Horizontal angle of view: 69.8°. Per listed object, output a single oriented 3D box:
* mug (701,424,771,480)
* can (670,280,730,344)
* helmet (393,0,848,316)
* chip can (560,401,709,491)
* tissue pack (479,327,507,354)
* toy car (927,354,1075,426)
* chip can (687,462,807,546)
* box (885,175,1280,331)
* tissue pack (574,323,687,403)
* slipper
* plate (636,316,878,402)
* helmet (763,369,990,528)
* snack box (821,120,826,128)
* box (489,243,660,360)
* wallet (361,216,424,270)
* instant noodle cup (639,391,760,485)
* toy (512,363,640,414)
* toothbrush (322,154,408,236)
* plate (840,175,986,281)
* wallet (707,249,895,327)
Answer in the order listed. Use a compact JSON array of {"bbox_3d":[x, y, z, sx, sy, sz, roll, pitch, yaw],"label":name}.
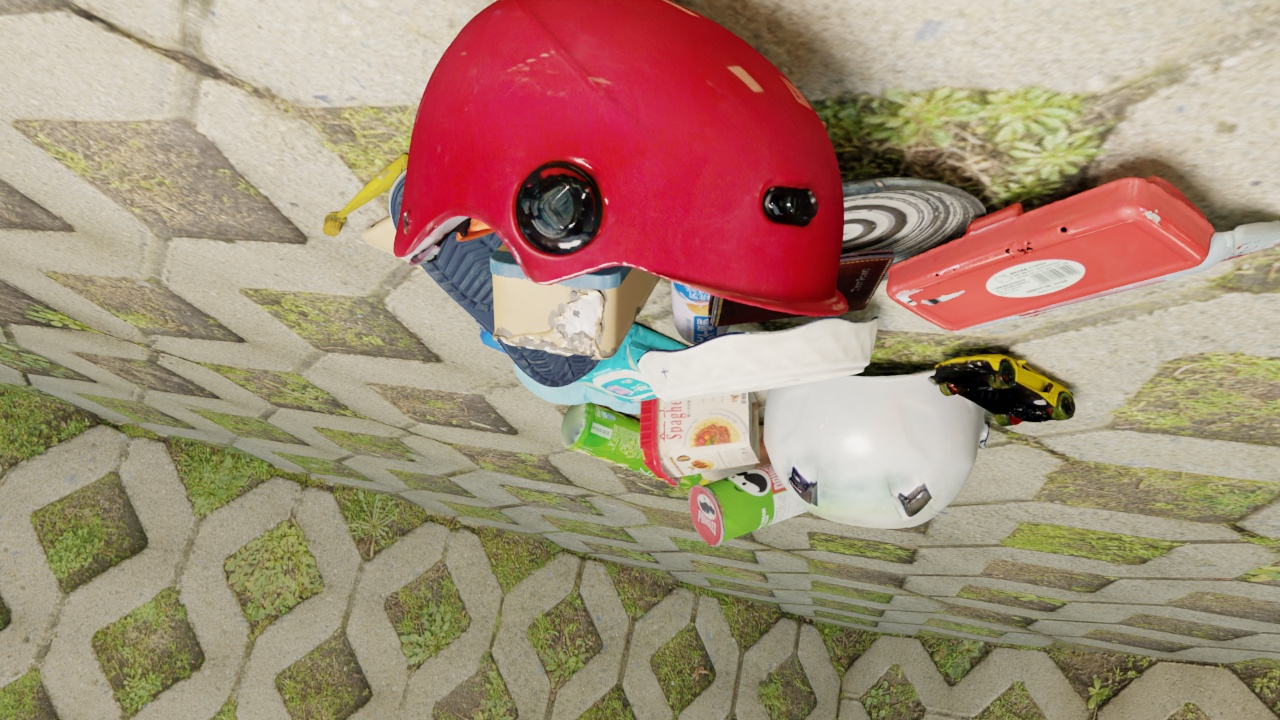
[{"bbox_3d":[0.142,0.119,1.182,0.106,0.082,0.114,8,-170,20],"label":"mug"},{"bbox_3d":[0.052,-0.058,0.757,0.053,0.053,0.135,10,161,7],"label":"can"},{"bbox_3d":[-0.002,-0.111,0.463,0.240,0.144,0.206,15,-164,25],"label":"helmet"},{"bbox_3d":[-0.005,0.119,1.268,0.221,0.072,0.073,23,159,-27],"label":"chip can"},{"bbox_3d":[-0.100,-0.039,0.911,0.095,0.052,0.157,21,160,-16],"label":"tissue pack"},{"bbox_3d":[0.329,0.024,0.828,0.155,0.041,0.071,22,159,-29],"label":"toy car"},{"bbox_3d":[0.174,0.149,1.072,0.235,0.072,0.072,-14,172,-24],"label":"chip can"},{"bbox_3d":[0.278,-0.058,0.594,0.161,0.058,0.202,9,165,-26],"label":"box"},{"bbox_3d":[-0.006,0.006,0.980,0.093,0.050,0.134,24,158,-27],"label":"tissue pack"},{"bbox_3d":[-0.107,-0.078,0.755,0.095,0.105,0.253,51,178,46],"label":"slipper"},{"bbox_3d":[0.101,0.002,0.784,0.205,0.045,0.205,-9,175,-1],"label":"plate"},{"bbox_3d":[0.235,0.100,0.946,0.229,0.145,0.259,6,160,19],"label":"helmet"},{"bbox_3d":[0.068,-0.117,0.621,0.075,0.026,0.154,12,162,-1],"label":"snack box"},{"bbox_3d":[-0.035,-0.068,0.633,0.090,0.183,0.062,8,120,9],"label":"box"},{"bbox_3d":[-0.187,-0.107,0.820,0.087,0.024,0.115,25,156,-35],"label":"wallet"},{"bbox_3d":[0.071,0.078,1.061,0.124,0.116,0.116,-6,156,15],"label":"instant noodle cup"},{"bbox_3d":[-0.078,0.031,1.099,0.156,0.049,0.161,2,162,32],"label":"toy"},{"bbox_3d":[-0.232,-0.136,0.774,0.015,0.016,0.191,24,158,-32],"label":"toothbrush"},{"bbox_3d":[0.138,-0.087,0.619,0.179,0.024,0.179,-5,165,-2],"label":"plate"},{"bbox_3d":[0.112,-0.051,0.659,0.122,0.020,0.096,-7,165,-3],"label":"wallet"}]
